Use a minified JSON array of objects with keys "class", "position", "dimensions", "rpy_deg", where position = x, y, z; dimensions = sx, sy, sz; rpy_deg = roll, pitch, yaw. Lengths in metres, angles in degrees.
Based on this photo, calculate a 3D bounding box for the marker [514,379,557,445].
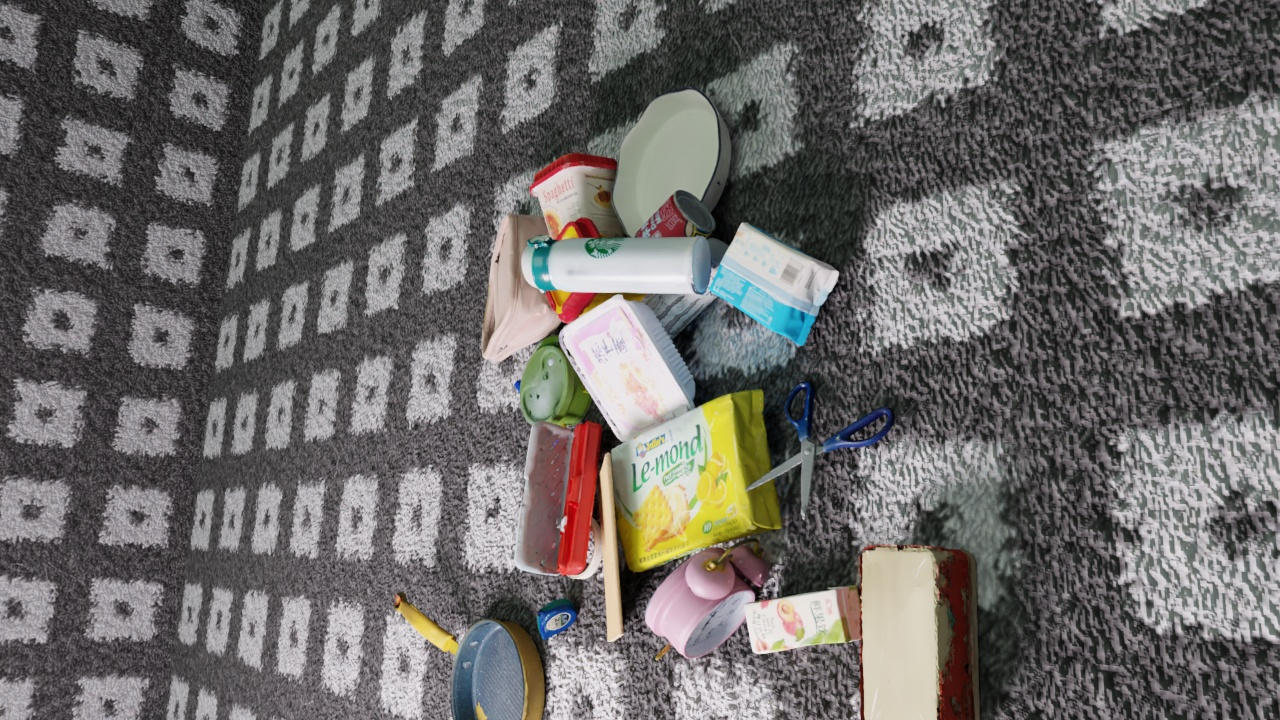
[{"class":"marker","position":[-0.155,0.077,1.371],"dimensions":[0.017,0.016,0.145],"rpy_deg":[-60,43,20]}]

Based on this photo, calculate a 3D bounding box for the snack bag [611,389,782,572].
[{"class":"snack bag","position":[0.061,0.146,1.057],"dimensions":[0.247,0.068,0.157],"rpy_deg":[-29,59,43]}]

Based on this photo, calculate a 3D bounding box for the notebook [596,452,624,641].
[{"class":"notebook","position":[-0.037,0.233,1.131],"dimensions":[0.150,0.012,0.211],"rpy_deg":[107,159,-69]}]

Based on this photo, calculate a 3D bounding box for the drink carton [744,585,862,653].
[{"class":"drink carton","position":[0.166,0.260,0.921],"dimensions":[0.123,0.045,0.053],"rpy_deg":[-26,67,44]}]

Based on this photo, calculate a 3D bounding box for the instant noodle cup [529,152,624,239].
[{"class":"instant noodle cup","position":[-0.081,-0.213,1.295],"dimensions":[0.117,0.116,0.124],"rpy_deg":[-19,79,46]}]

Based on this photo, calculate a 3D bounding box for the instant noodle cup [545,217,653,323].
[{"class":"instant noodle cup","position":[-0.052,-0.110,1.214],"dimensions":[0.116,0.123,0.116],"rpy_deg":[-52,46,28]}]

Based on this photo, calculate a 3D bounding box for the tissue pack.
[{"class":"tissue pack","position":[0.146,-0.087,1.015],"dimensions":[0.140,0.063,0.090],"rpy_deg":[37,107,38]}]

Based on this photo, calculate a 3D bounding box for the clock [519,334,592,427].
[{"class":"clock","position":[-0.125,0.031,1.317],"dimensions":[0.116,0.056,0.161],"rpy_deg":[-58,43,21]}]

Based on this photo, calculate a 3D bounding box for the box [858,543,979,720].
[{"class":"box","position":[0.242,0.248,0.810],"dimensions":[0.092,0.077,0.168],"rpy_deg":[-11,72,49]}]

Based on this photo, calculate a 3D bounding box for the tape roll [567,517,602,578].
[{"class":"tape roll","position":[-0.082,0.251,1.241],"dimensions":[0.086,0.013,0.085],"rpy_deg":[-17,68,47]}]

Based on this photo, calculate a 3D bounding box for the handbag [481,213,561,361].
[{"class":"handbag","position":[-0.201,-0.092,1.421],"dimensions":[0.235,0.093,0.193],"rpy_deg":[-47,39,46]}]

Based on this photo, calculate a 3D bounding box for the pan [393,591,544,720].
[{"class":"pan","position":[-0.265,0.442,1.358],"dimensions":[0.358,0.078,0.198],"rpy_deg":[30,103,49]}]

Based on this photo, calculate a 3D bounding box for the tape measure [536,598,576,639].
[{"class":"tape measure","position":[-0.113,0.341,1.223],"dimensions":[0.025,0.054,0.058],"rpy_deg":[52,152,40]}]

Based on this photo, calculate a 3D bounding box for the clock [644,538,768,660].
[{"class":"clock","position":[0.076,0.248,0.979],"dimensions":[0.060,0.117,0.159],"rpy_deg":[43,115,35]}]

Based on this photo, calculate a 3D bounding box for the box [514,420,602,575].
[{"class":"box","position":[-0.115,0.178,1.209],"dimensions":[0.095,0.098,0.201],"rpy_deg":[127,151,-67]}]

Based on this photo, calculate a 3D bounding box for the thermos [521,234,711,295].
[{"class":"thermos","position":[-0.033,-0.114,1.079],"dimensions":[0.224,0.073,0.073],"rpy_deg":[3,82,23]}]

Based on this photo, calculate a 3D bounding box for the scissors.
[{"class":"scissors","position":[0.180,0.085,0.934],"dimensions":[0.163,0.012,0.173],"rpy_deg":[-18,42,29]}]

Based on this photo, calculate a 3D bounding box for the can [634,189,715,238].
[{"class":"can","position":[0.037,-0.151,1.112],"dimensions":[0.094,0.066,0.066],"rpy_deg":[-43,50,31]}]

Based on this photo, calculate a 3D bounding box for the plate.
[{"class":"plate","position":[0.043,-0.250,1.201],"dimensions":[0.205,0.045,0.204],"rpy_deg":[-17,67,46]}]

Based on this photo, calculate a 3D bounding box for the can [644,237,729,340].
[{"class":"can","position":[0.058,-0.083,1.128],"dimensions":[0.147,0.058,0.058],"rpy_deg":[-44,50,33]}]

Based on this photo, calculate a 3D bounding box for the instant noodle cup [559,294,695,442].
[{"class":"instant noodle cup","position":[-0.007,0.007,1.132],"dimensions":[0.138,0.060,0.173],"rpy_deg":[-28,94,43]}]
